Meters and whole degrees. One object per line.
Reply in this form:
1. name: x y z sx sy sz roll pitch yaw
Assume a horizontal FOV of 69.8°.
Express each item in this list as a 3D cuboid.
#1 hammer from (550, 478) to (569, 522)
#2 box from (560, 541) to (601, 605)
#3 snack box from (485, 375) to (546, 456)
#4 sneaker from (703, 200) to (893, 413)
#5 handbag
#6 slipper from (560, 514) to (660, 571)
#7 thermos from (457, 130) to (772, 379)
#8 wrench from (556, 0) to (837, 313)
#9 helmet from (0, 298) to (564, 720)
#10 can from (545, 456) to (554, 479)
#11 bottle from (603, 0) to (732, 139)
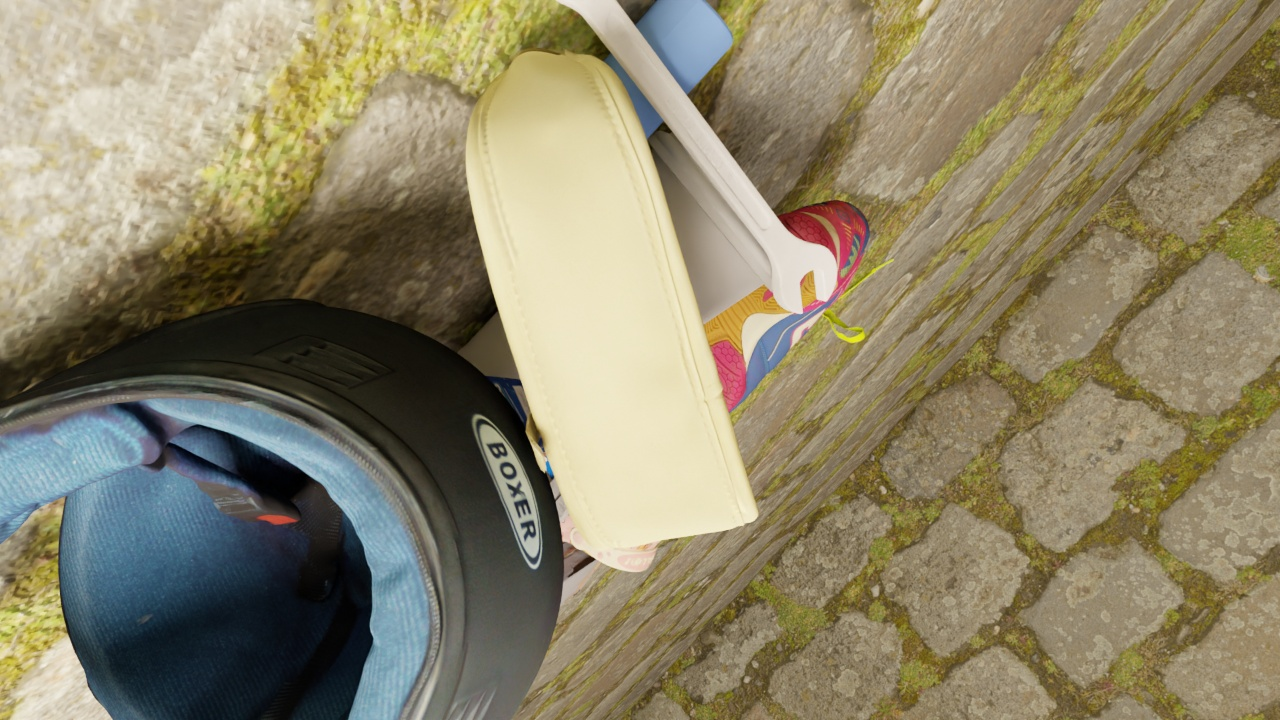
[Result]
1. hammer: -0.143 0.152 0.703 0.139 0.035 0.312 -41 169 14
2. box: -0.109 0.230 0.908 0.081 0.063 0.215 -51 167 22
3. snack box: -0.164 0.087 0.595 0.227 0.059 0.059 -31 164 19
4. sneaker: 0.103 -0.029 0.743 0.090 0.116 0.243 -29 163 -44
5. handbag: -0.020 -0.030 0.458 0.088 0.190 0.233 -17 120 3
6. slipper: -0.018 0.163 0.876 0.198 0.081 0.093 -18 169 35
7. thermos: -0.016 -0.046 0.626 0.222 0.131 0.131 -39 160 10
8. wrench: 0.038 -0.117 0.513 0.047 0.009 0.273 -53 126 -10
9. helmet: -0.192 0.109 0.434 0.316 0.249 0.236 -23 180 -1
10. can: -0.056 0.063 0.804 0.079 0.079 0.146 -39 159 -12
11. bottle: -0.008 -0.150 0.527 0.131 0.048 0.048 -47 159 8
